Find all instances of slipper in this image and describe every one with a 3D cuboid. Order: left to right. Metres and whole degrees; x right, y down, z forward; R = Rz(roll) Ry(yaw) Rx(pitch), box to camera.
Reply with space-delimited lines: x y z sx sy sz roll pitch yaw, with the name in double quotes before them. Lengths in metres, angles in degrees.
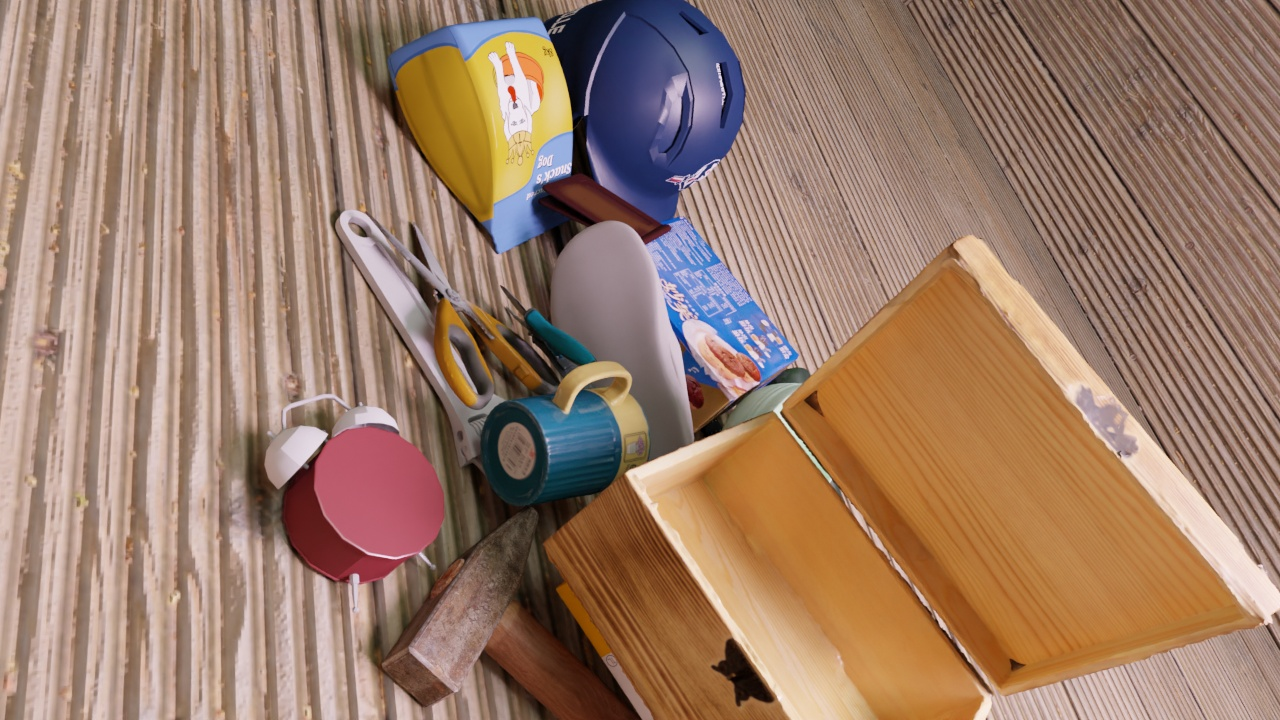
"slipper" -0.005 0.005 0.844 0.080 0.113 0.265 25 45 -62

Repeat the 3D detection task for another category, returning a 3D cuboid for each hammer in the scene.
"hammer" -0.025 0.247 0.648 0.301 0.037 0.157 46 34 -10

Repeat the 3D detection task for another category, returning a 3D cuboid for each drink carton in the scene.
"drink carton" 0.001 0.194 0.656 0.122 0.040 0.058 56 31 4

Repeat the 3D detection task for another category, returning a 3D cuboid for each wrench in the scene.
"wrench" -0.160 -0.011 0.743 0.273 0.018 0.086 57 34 9

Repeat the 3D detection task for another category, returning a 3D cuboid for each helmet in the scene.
"helmet" 0.012 -0.284 1.060 0.231 0.223 0.272 -33 123 -56

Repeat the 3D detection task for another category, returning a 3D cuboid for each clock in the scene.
"clock" -0.184 0.084 0.596 0.137 0.048 0.096 57 34 7

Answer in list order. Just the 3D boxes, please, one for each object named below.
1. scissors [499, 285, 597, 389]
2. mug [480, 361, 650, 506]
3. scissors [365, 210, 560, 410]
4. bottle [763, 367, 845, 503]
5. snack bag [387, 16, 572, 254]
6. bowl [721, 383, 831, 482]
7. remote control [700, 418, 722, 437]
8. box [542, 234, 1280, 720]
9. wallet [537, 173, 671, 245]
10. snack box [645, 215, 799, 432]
"scissors" -0.069 -0.005 0.789 0.019 0.154 0.124 -38 121 -16
"mug" -0.052 0.051 0.693 0.107 0.114 0.083 -3 36 -46
"scissors" -0.141 -0.033 0.761 0.216 0.016 0.225 30 25 -50
"bottle" 0.193 0.094 1.035 0.055 0.055 0.174 11 53 -45
"snack bag" -0.136 -0.221 0.905 0.158 0.102 0.205 -41 115 -56
"bowl" 0.129 0.087 0.916 0.150 0.151 0.077 11 8 -45
"remote control" 0.047 0.020 0.967 0.030 0.009 0.140 -9 67 -53
"box" 0.181 0.118 0.608 0.279 0.324 0.283 53 29 14
"wallet" -0.035 -0.149 0.921 0.115 0.018 0.091 30 30 13
"snack box" 0.050 -0.044 0.954 0.202 0.069 0.154 51 35 9
